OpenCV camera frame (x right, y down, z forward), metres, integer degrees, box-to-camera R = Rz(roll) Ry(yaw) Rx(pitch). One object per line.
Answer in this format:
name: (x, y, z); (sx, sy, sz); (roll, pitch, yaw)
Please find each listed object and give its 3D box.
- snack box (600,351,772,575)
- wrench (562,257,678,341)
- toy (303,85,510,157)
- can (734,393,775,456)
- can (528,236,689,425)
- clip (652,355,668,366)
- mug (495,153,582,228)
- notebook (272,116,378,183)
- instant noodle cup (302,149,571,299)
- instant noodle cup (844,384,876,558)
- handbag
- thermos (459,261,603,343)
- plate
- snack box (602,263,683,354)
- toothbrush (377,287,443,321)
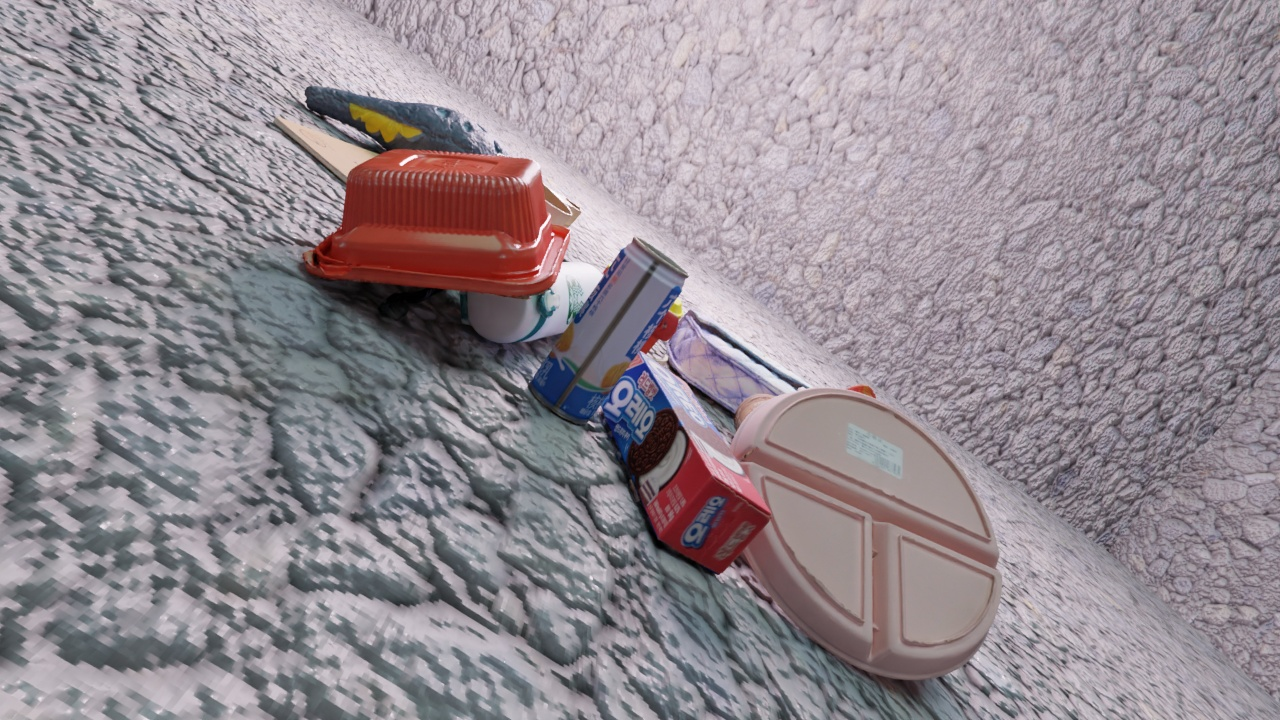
snack box: (0.023, 0.064, 0.654); (0.057, 0.058, 0.207); (34, 11, -24)
wrench: (-0.084, -0.096, 0.901); (0.273, 0.056, 0.016); (32, 19, 1)
toy: (-0.232, -0.250, 1.129); (0.138, 0.091, 0.356); (10, -8, 36)
can: (0.129, 0.076, 0.916); (0.058, 0.058, 0.116); (34, 11, -10)
can: (-0.023, -0.022, 0.665); (0.053, 0.135, 0.053); (34, 11, -8)
clip: (0.000, 0.008, 0.875); (0.092, 0.035, 0.103); (32, 16, -16)
mug: (-0.117, -0.115, 0.832); (0.084, 0.104, 0.124); (45, 13, 20)
notebook: (-0.261, -0.185, 0.947); (0.148, 0.008, 0.207); (39, 11, 15)
instant noodle cup: (-0.134, -0.101, 0.646); (0.164, 0.079, 0.188); (4, 20, -2)
instant noodle cup: (0.176, 0.105, 0.777); (0.108, 0.138, 0.137); (52, 18, 27)
handbag: (0.128, 0.023, 1.091); (0.194, 0.076, 0.134); (34, 11, -16)
thermos: (-0.082, -0.052, 0.781); (0.073, 0.073, 0.224); (37, 12, 6)
plate: (0.168, 0.112, 0.660); (0.229, 0.028, 0.229); (16, 48, -18)
snack box: (-0.012, -0.049, 0.952); (0.091, 0.080, 0.082); (37, 10, 2)
toothbrush: (-0.158, -0.049, 0.686); (0.017, 0.014, 0.189); (43, 10, -4)
